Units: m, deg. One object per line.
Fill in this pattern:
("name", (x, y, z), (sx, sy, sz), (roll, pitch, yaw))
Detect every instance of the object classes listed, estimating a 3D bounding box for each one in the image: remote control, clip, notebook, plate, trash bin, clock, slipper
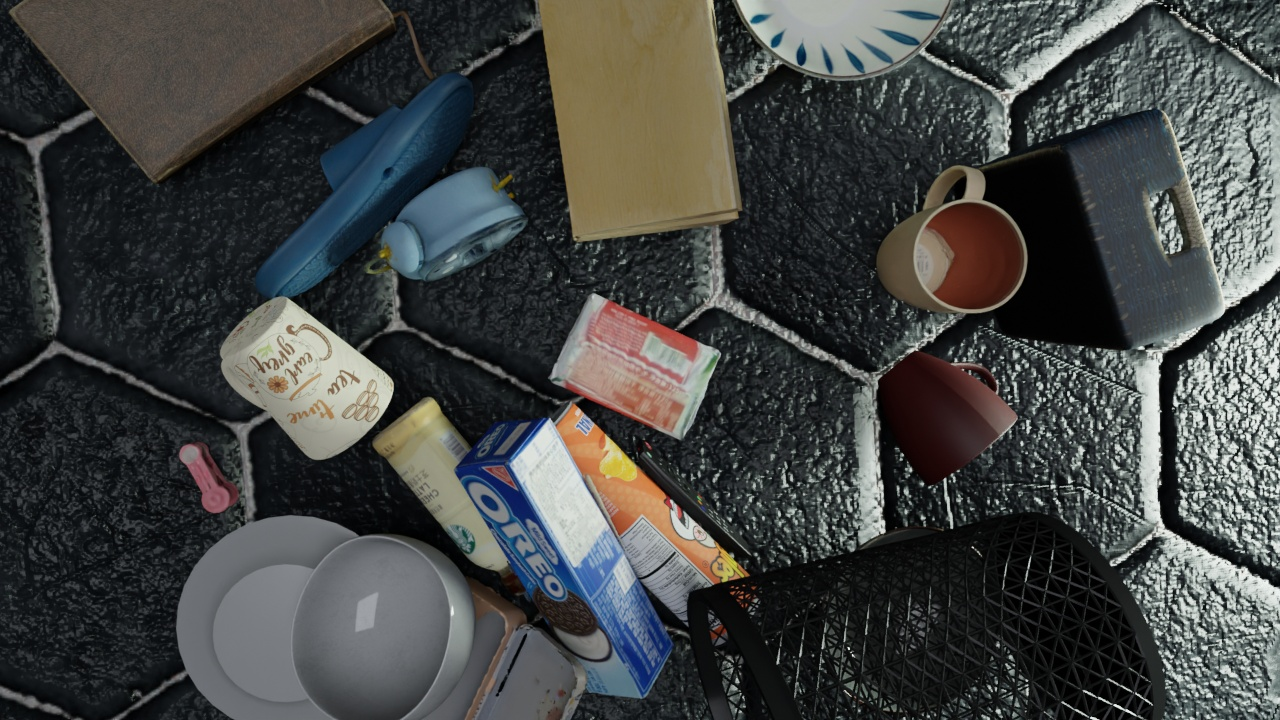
("remote control", (0.041, 0.111, 0.725), (0.010, 0.039, 0.124), (-43, 103, 8))
("clip", (-0.325, 0.088, 0.685), (0.022, 0.038, 0.059), (-31, 92, 0))
("notebook", (-0.289, -0.229, 0.657), (0.215, 0.034, 0.190), (-39, 101, -9))
("plate", (-0.271, 0.207, 0.707), (0.172, 0.019, 0.173), (0, 94, -6))
("trash bin", (0.185, 0.217, 0.612), (0.243, 0.217, 0.217), (-17, 95, -11))
("clock", (-0.143, -0.093, 0.666), (0.124, 0.089, 0.051), (-31, 92, -6))
("slipper", (-0.201, -0.128, 0.653), (0.059, 0.104, 0.214), (44, 92, -4))

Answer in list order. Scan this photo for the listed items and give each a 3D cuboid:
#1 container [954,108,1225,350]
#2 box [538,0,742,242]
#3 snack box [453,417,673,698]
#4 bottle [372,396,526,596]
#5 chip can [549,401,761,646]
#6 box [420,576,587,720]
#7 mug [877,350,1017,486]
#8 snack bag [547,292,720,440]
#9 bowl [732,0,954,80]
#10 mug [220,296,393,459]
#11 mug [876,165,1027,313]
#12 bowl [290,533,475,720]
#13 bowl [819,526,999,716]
("container", (0.312, -0.088, 0.665), (0.071, 0.187, 0.145), (-21, 96, -1))
("box", (-0.006, -0.219, 0.659), (0.140, 0.123, 0.249), (-8, 93, -9))
("snack box", (-0.050, 0.148, 0.669), (0.059, 0.059, 0.226), (-6, 120, 37))
("bottle", (-0.131, 0.106, 0.696), (0.056, 0.056, 0.162), (-38, 97, -3))
("chip can", (-0.001, 0.126, 0.708), (0.210, 0.062, 0.062), (45, 88, -7))
("box", (-0.134, 0.287, 0.675), (0.154, 0.058, 0.216), (25, 90, 30))
("mug", (0.240, 0.031, 0.728), (0.113, 0.087, 0.088), (-33, 78, -30))
("snack bag", (-0.004, 0.004, 0.713), (0.116, 0.036, 0.077), (25, 92, -7))
("bowl", (0.143, -0.293, 0.692), (0.177, 0.071, 0.177), (0, 94, -7))
("mug", (-0.255, 0.012, 0.661), (0.097, 0.122, 0.080), (53, 45, -32))
("mug", (0.231, -0.091, 0.698), (0.085, 0.104, 0.111), (11, 91, -7))
("bowl", (-0.178, 0.194, 0.663), (0.132, 0.064, 0.131), (-5, 74, 18))
("bowl", (0.207, 0.202, 0.738), (0.150, 0.057, 0.151), (0, 93, -6))
